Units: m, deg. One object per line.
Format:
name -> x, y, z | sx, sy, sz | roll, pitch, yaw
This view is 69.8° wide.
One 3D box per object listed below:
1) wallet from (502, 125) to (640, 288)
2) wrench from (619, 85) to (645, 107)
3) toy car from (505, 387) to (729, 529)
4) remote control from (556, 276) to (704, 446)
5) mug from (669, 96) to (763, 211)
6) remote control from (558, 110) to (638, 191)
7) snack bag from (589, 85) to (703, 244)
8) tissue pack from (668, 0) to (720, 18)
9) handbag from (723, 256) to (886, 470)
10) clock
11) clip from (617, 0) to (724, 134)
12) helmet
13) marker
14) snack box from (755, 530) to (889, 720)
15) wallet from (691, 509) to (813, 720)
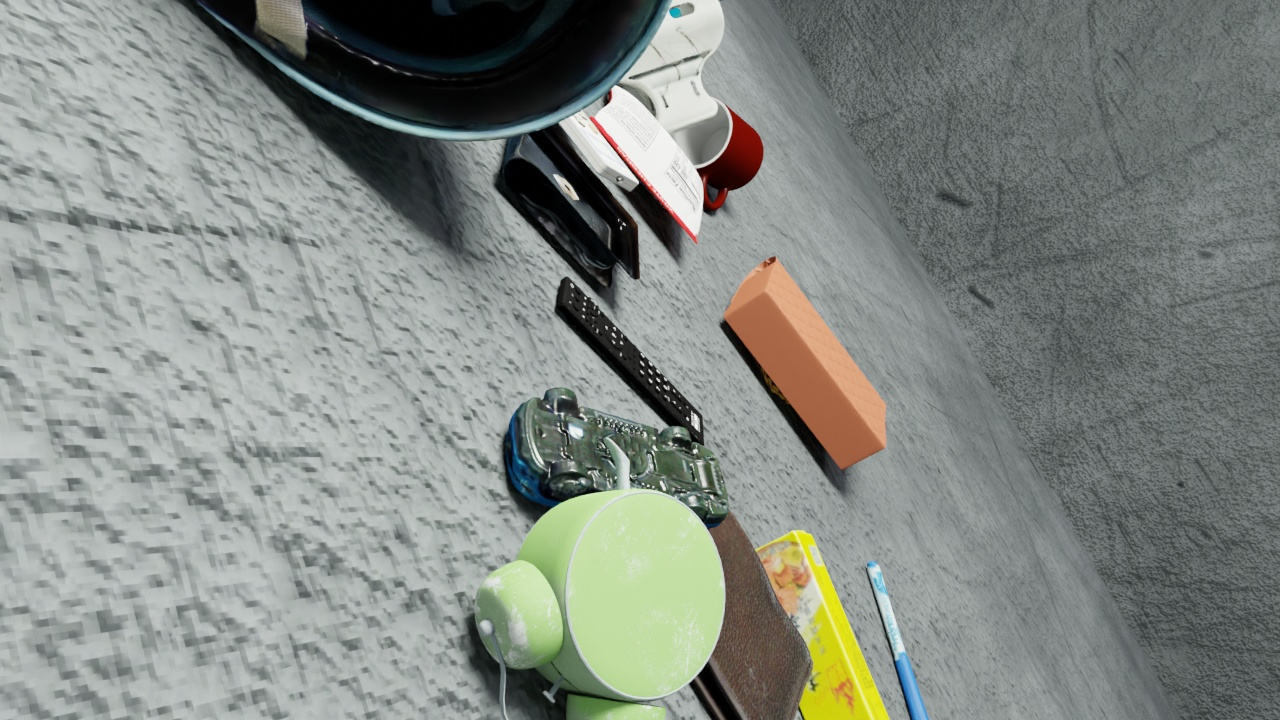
wallet -> -0.045, -0.105, 0.597 | 0.115, 0.026, 0.089 | 46, 23, -27
wrench -> -0.072, -0.341, 0.855 | 0.273, 0.018, 0.066 | 44, 27, -30
toy car -> -0.012, 0.056, 0.440 | 0.120, 0.044, 0.056 | 21, 41, -33
remote control -> -0.003, 0.003, 0.571 | 0.140, 0.009, 0.030 | 46, 26, -28
mug -> 0.075, -0.201, 0.924 | 0.082, 0.073, 0.105 | 12, 79, -60
remote control -> -0.051, -0.177, 0.661 | 0.135, 0.011, 0.050 | 54, 18, 21
snack bag -> 0.011, -0.175, 0.782 | 0.131, 0.039, 0.143 | 47, 22, -19
tissue pack -> 0.032, -0.371, 0.949 | 0.066, 0.117, 0.209 | 53, 15, -13
handbag -> 0.147, 0.000, 0.816 | 0.172, 0.060, 0.108 | 51, 29, -10
clock -> -0.013, 0.097, 0.361 | 0.094, 0.043, 0.119 | 49, 55, -17
clip -> 0.019, -0.280, 0.841 | 0.075, 0.124, 0.144 | -133, -157, -69
helmet -> -0.097, -0.234, 0.405 | 0.265, 0.226, 0.166 | 48, 18, -22
marker -> 0.199, 0.218, 0.715 | 0.013, 0.013, 0.141 | 41, 28, -36
snack box -> 0.108, 0.176, 0.543 | 0.029, 0.040, 0.148 | 21, 43, -55
wallet -> 0.048, 0.139, 0.486 | 0.120, 0.031, 0.099 | 59, 26, -1
